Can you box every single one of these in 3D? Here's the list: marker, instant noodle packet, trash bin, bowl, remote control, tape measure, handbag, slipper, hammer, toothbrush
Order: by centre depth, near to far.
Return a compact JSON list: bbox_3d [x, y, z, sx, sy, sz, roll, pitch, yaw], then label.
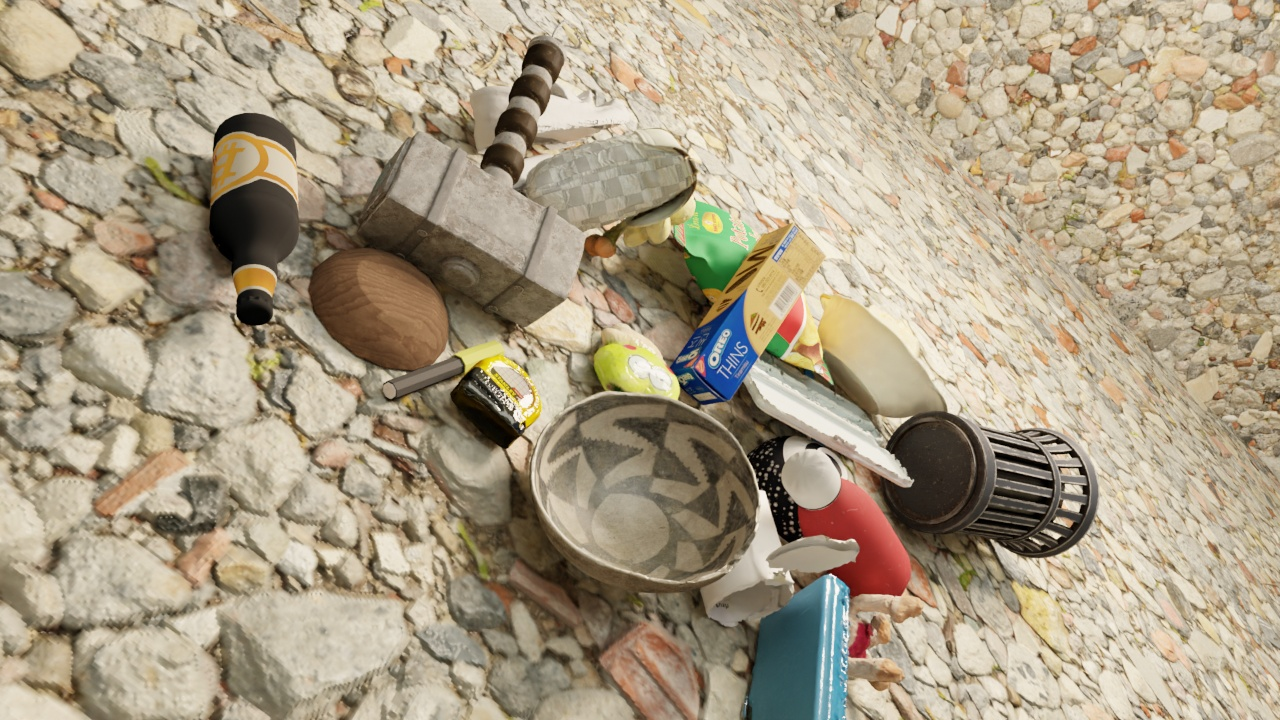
[{"bbox_3d":[-0.002,0.112,0.707,0.178,0.081,0.178,11,43,-10],"label":"bowl"},{"bbox_3d":[-0.197,-0.048,0.718,0.118,0.030,0.117,30,35,-24],"label":"bowl"},{"bbox_3d":[-0.154,0.007,0.721,0.021,0.017,0.123,21,24,25],"label":"marker"},{"bbox_3d":[-0.112,0.031,0.723,0.065,0.037,0.064,43,32,-9],"label":"tape measure"},{"bbox_3d":[-0.117,-0.204,0.839,0.177,0.080,0.325,30,57,-25],"label":"hammer"},{"bbox_3d":[0.169,0.123,0.922,0.120,0.067,0.120,30,35,-24],"label":"bowl"},{"bbox_3d":[-0.030,-0.170,0.955,0.112,0.171,0.123,-110,-175,-62],"label":"handbag"},{"bbox_3d":[-0.124,-0.204,0.997,0.033,0.012,0.130,48,32,3],"label":"remote control"},{"bbox_3d":[-0.100,-0.276,1.036,0.246,0.112,0.075,-21,111,-53],"label":"slipper"},{"bbox_3d":[0.128,-0.094,1.085,0.252,0.090,0.195,41,20,-17],"label":"instant noodle packet"},{"bbox_3d":[0.203,0.058,1.090,0.016,0.014,0.166,34,30,-16],"label":"toothbrush"},{"bbox_3d":[0.411,0.146,1.099,0.227,0.165,0.164,14,44,-36],"label":"trash bin"},{"bbox_3d":[0.279,0.008,1.138,0.219,0.060,0.188,48,-5,31],"label":"bowl"}]

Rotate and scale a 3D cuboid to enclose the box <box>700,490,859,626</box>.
[{"bbox_3d":[0.100,0.138,0.745,0.080,0.151,0.106,18,44,-35],"label":"box"}]

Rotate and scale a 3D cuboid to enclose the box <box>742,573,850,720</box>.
[{"bbox_3d":[0.121,0.268,0.678,0.052,0.093,0.230,39,31,-11],"label":"box"}]

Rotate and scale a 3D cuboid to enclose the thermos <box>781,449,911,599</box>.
[{"bbox_3d":[0.181,0.149,0.819,0.240,0.073,0.073,50,20,-47],"label":"thermos"}]

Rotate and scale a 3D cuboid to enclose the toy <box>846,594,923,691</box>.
[{"bbox_3d":[0.184,0.232,0.807,0.106,0.074,0.085,22,65,12],"label":"toy"}]

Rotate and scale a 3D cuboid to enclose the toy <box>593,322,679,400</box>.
[{"bbox_3d":[-0.005,0.005,0.873,0.092,0.046,0.115,27,28,-23],"label":"toy"}]

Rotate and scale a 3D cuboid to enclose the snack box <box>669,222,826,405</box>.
[{"bbox_3d":[0.111,-0.050,0.953,0.057,0.056,0.206,42,69,-16],"label":"snack box"}]

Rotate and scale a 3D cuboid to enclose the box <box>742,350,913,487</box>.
[{"bbox_3d":[0.189,0.054,0.999,0.208,0.037,0.188,28,20,-19],"label":"box"}]

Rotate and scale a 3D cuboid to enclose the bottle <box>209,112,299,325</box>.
[{"bbox_3d":[-0.276,-0.099,0.656,0.059,0.059,0.181,17,42,-38],"label":"bottle"}]
